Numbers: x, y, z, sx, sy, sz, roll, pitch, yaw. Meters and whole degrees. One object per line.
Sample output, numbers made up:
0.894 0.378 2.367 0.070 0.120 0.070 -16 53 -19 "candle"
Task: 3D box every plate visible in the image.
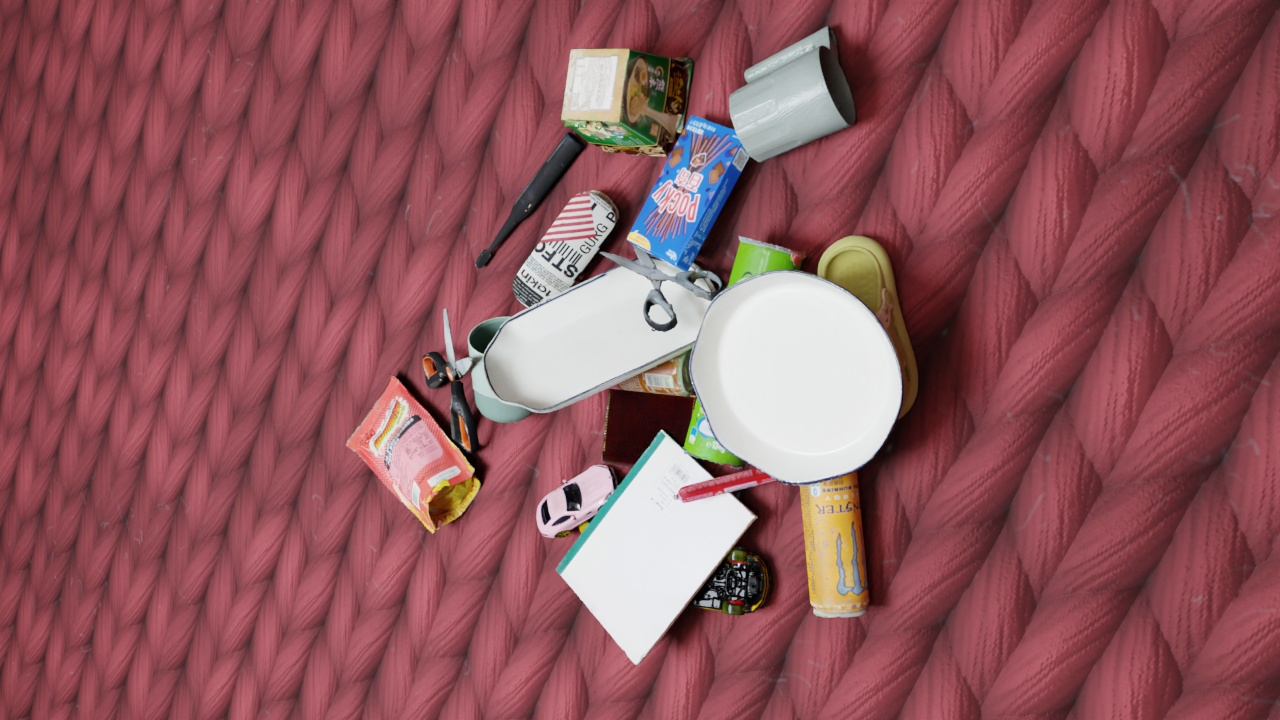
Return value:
-0.042 -0.025 1.002 0.265 0.034 0.162 -26 46 -4 "plate"
0.147 0.014 0.868 0.205 0.045 0.205 9 110 27 "plate"

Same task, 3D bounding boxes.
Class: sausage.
0.110 0.125 0.959 0.156 0.020 0.020 -14 81 4 "sausage"

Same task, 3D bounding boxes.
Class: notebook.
0.011 0.202 1.006 0.150 0.012 0.209 42 101 30 "notebook"

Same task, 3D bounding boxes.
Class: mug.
0.154 -0.274 0.938 0.104 0.083 0.123 -19 53 31 "mug"
-0.160 0.006 1.109 0.082 0.111 0.106 2 127 3 "mug"

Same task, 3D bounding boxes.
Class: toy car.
0.065 0.235 0.999 0.156 0.041 0.071 -2 78 28 "toy car"
-0.077 0.166 1.084 0.123 0.037 0.056 -35 53 25 "toy car"

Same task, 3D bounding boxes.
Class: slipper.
0.209 -0.031 0.896 0.092 0.081 0.190 -12 81 33 "slipper"

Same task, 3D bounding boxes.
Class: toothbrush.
-0.144 -0.194 1.141 0.213 0.026 0.027 -47 33 23 "toothbrush"

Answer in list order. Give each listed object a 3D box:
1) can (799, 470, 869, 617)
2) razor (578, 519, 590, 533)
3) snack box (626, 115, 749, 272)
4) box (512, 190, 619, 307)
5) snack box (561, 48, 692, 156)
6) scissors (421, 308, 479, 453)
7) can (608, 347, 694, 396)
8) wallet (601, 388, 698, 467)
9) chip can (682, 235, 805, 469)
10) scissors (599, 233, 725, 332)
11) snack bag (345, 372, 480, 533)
0.193 0.178 0.915 0.058 0.058 0.146 -7 86 31 "can"
-0.031 0.224 1.071 0.132 0.028 0.043 39 112 27 "razor"
0.054 -0.183 0.998 0.084 0.026 0.157 33 98 40 "snack box"
-0.083 -0.129 1.098 0.074 0.079 0.164 36 108 -3 "box"
-0.022 -0.296 1.021 0.118 0.105 0.117 11 94 30 "snack box"
-0.237 0.022 1.136 0.224 0.021 0.221 32 138 51 "scissors"
-0.006 0.006 1.037 0.147 0.057 0.058 5 92 31 "can"
0.012 0.077 1.049 0.122 0.020 0.096 5 89 32 "wallet"
0.108 -0.007 0.960 0.072 0.072 0.236 19 100 30 "chip can"
0.019 -0.090 1.008 0.172 0.014 0.159 -1 47 20 "scissors"
-0.305 0.123 1.218 0.208 0.073 0.129 40 105 31 "snack bag"
